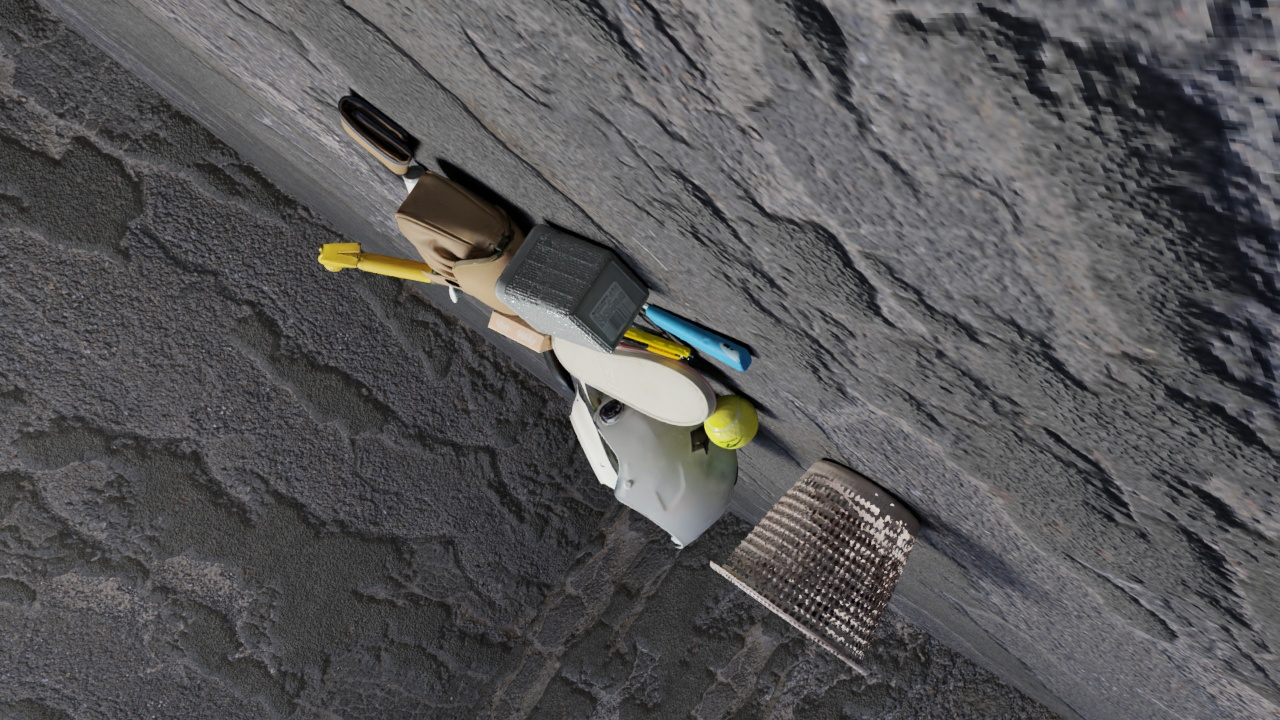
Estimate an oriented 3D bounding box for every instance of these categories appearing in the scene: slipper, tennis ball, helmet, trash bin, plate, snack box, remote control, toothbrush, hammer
[{"bbox_3d":[-0.007,0.007,1.147,0.275,0.054,0.114,18,139,42],"label":"slipper"},{"bbox_3d":[0.109,0.073,1.103,0.065,0.065,0.065,34,173,5],"label":"tennis ball"},{"bbox_3d":[0.051,0.119,1.285,0.229,0.146,0.258,50,-161,-41],"label":"helmet"},{"bbox_3d":[0.230,0.240,1.128,0.227,0.192,0.227,34,173,5],"label":"trash bin"},{"bbox_3d":[-0.066,0.124,1.344,0.164,0.034,0.163,65,177,-19],"label":"plate"},{"bbox_3d":[-0.137,-0.050,1.280,0.084,0.026,0.157,27,-162,15],"label":"snack box"},{"bbox_3d":[-0.125,-0.004,1.333,0.053,0.024,0.136,54,-170,-51],"label":"remote control"},{"bbox_3d":[-0.253,-0.149,1.141,0.027,0.026,0.221,38,154,29],"label":"toothbrush"},{"bbox_3d":[-0.282,-0.118,1.248,0.300,0.033,0.129,9,178,-17],"label":"hammer"}]

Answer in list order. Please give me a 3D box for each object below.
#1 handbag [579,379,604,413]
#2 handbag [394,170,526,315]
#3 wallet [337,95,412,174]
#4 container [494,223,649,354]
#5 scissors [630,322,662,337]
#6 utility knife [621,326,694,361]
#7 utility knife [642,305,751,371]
[{"bbox_3d":[-0.054,0.065,1.414,0.163,0.063,0.178,64,-169,12],"label":"handbag"},{"bbox_3d":[-0.183,-0.121,1.028,0.148,0.099,0.204,27,172,20],"label":"handbag"},{"bbox_3d":[-0.283,-0.239,0.987,0.090,0.033,0.115,39,173,-15],"label":"wallet"},{"bbox_3d":[-0.064,-0.068,0.898,0.114,0.090,0.090,23,167,44],"label":"container"},{"bbox_3d":[-0.052,-0.054,1.042,0.178,0.014,0.159,21,-179,-4],"label":"scissors"},{"bbox_3d":[-0.021,-0.029,1.009,0.192,0.015,0.033,18,162,-22],"label":"utility knife"},{"bbox_3d":[0.051,-0.027,0.915,0.162,0.018,0.034,30,168,45],"label":"utility knife"}]
